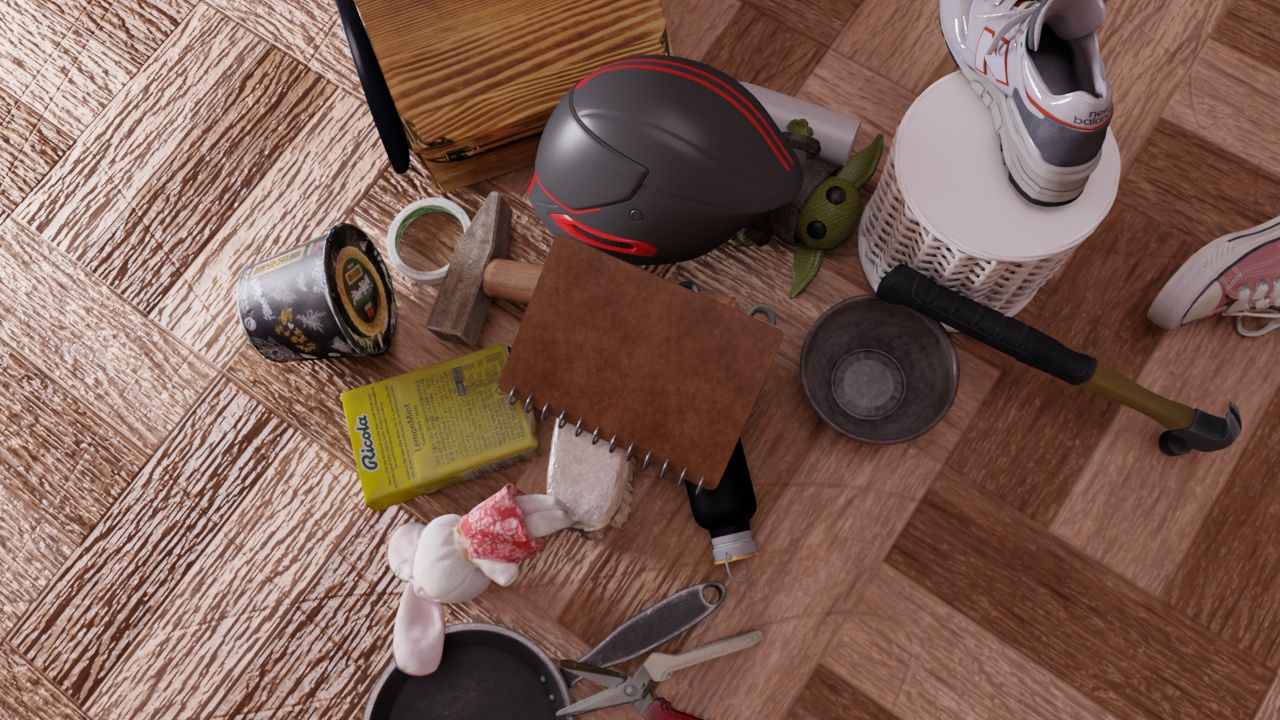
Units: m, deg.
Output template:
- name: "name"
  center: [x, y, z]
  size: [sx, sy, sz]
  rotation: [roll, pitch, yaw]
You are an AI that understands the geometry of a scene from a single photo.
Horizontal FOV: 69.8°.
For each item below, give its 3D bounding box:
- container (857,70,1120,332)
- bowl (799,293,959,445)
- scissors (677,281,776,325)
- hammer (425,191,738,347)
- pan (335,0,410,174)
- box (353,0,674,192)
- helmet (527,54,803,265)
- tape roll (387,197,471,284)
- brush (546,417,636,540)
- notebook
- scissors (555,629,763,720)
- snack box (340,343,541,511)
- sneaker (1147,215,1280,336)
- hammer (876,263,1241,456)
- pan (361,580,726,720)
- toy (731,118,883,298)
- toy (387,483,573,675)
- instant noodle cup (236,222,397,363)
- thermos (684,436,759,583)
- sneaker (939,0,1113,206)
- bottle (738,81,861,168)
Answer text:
- name: "container"
  center: [0.312, -0.143, 0.852]
  size: [0.189, 0.187, 0.189]
  rotation: [-1, 74, 4]
- name: "bowl"
  center: [0.223, 0.015, 0.879]
  size: [0.145, 0.067, 0.144]
  rotation: [-1, 74, 4]
- name: "scissors"
  center: [0.069, -0.009, 0.927]
  size: [0.168, 0.012, 0.157]
  rotation: [-26, 74, -1]
- name: "hammer"
  center: [-0.049, -0.070, 0.886]
  size: [0.301, 0.037, 0.157]
  rotation: [12, 74, 20]
- name: "pan"
  center: [-0.285, -0.354, 0.893]
  size: [0.021, 0.357, 0.198]
  rotation: [-18, 34, -7]
- name: "box"
  center: [-0.123, -0.337, 0.910]
  size: [0.279, 0.264, 0.269]
  rotation: [-17, 76, -2]
- name: "helmet"
  center: [0.018, -0.190, 0.839]
  size: [0.265, 0.170, 0.163]
  rotation: [17, 46, 13]
- name: "tape roll"
  center: [-0.223, -0.128, 0.982]
  size: [0.094, 0.018, 0.093]
  rotation: [-1, 74, 4]
- name: "brush"
  center: [-0.034, 0.037, 0.899]
  size: [0.083, 0.057, 0.270]
  rotation: [5, 74, 11]
- name: "notebook"
  center: [-0.005, 0.005, 0.832]
  size: [0.225, 0.024, 0.167]
  rotation: [25, 100, 12]
- name: "scissors"
  center: [0.033, 0.293, 0.823]
  size: [0.195, 0.015, 0.179]
  rotation: [45, 77, -1]
- name: "snack box"
  center: [-0.196, 0.064, 0.914]
  size: [0.181, 0.045, 0.121]
  rotation: [-19, 72, -3]
- name: "sneaker"
  center: [0.591, -0.079, 0.855]
  size: [0.241, 0.118, 0.087]
  rotation: [-26, 56, -9]
- name: "hammer"
  center: [0.370, -0.001, 0.814]
  size: [0.333, 0.118, 0.025]
  rotation: [26, 76, 0]
- name: "pan"
  center: [-0.079, 0.295, 0.837]
  size: [0.356, 0.055, 0.187]
  rotation: [-25, 73, -15]
- name: "toy"
  center: [0.148, -0.169, 0.923]
  size: [0.153, 0.078, 0.179]
  rotation: [31, 103, 14]
- name: "toy"
  center: [-0.154, 0.175, 0.836]
  size: [0.194, 0.084, 0.159]
  rotation: [-34, 46, 8]
- name: "instant noodle cup"
  center: [-0.325, -0.058, 0.920]
  size: [0.112, 0.137, 0.137]
  rotation: [-12, 74, 12]
- name: "thermos"
  center: [0.069, 0.095, 0.869]
  size: [0.061, 0.061, 0.231]
  rotation: [-13, 78, 1]
- name: "sneaker"
  center: [0.312, -0.251, 0.718]
  size: [0.089, 0.124, 0.239]
  rotation: [-15, 74, 0]
- name: "bottle"
  center: [0.131, -0.260, 0.970]
  size: [0.195, 0.052, 0.052]
  rotation: [22, 77, 10]
